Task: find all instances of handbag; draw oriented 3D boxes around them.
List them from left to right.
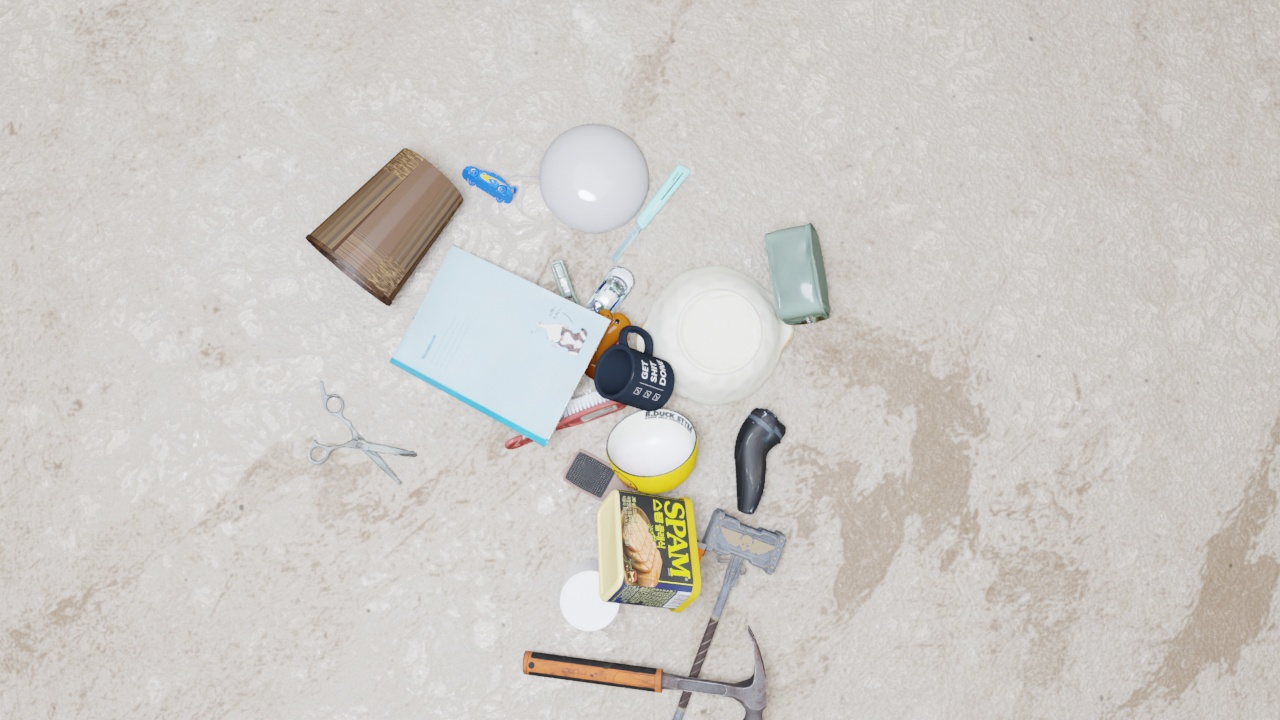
[{"bbox_3d":[0.207,-0.110,1.202,0.067,0.106,0.122,-11,86,20],"label":"handbag"}]

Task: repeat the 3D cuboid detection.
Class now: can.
[{"bbox_3d":[0.007,0.232,1.127,0.104,0.075,0.135,12,50,-20],"label":"can"}]

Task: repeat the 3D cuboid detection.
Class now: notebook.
[{"bbox_3d":[-0.185,-0.023,1.186,0.253,0.009,0.181,26,87,18],"label":"notebook"}]

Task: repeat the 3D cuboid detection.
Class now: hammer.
[{"bbox_3d":[0.006,0.393,1.171,0.314,0.035,0.138,5,90,7],"label":"hammer"},{"bbox_3d":[0.088,0.362,1.200,0.098,0.044,0.322,21,88,-1],"label":"hammer"}]

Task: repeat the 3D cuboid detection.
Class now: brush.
[{"bbox_3d":[-0.101,0.074,1.212,0.172,0.041,0.030,-21,70,-1],"label":"brush"},{"bbox_3d":[-0.035,0.169,1.217,0.135,0.015,0.050,29,86,0],"label":"brush"}]

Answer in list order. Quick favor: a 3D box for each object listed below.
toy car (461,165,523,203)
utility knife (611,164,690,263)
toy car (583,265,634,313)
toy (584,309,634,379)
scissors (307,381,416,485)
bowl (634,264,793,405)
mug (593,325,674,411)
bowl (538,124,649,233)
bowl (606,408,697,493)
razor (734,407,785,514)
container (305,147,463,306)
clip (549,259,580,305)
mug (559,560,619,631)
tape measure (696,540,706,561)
[{"bbox_3d":[-0.185,-0.249,1.233,0.092,0.033,0.061,31,70,-5],"label":"toy car"},{"bbox_3d":[0.011,-0.199,1.244,0.022,0.015,0.165,40,86,-31],"label":"utility knife"},{"bbox_3d":[-0.042,-0.086,1.227,0.039,0.027,0.089,35,86,2],"label":"toy car"},{"bbox_3d":[-0.041,-0.014,1.208,0.090,0.070,0.103,-40,120,-3],"label":"toy"},{"bbox_3d":[-0.371,0.096,1.208,0.141,0.014,0.158,-10,86,0],"label":"scissors"},{"bbox_3d":[0.101,-0.036,1.214,0.219,0.060,0.188,-14,87,-3],"label":"bowl"},{"bbox_3d":[-0.007,0.007,1.177,0.077,0.071,0.105,20,67,-44],"label":"mug"},{"bbox_3d":[-0.061,-0.248,1.225,0.149,0.043,0.149,0,87,-5],"label":"bowl"},{"bbox_3d":[0.019,0.126,1.186,0.117,0.068,0.117,-7,43,6],"label":"bowl"},{"bbox_3d":[0.155,0.133,1.211,0.063,0.053,0.140,8,89,-9],"label":"razor"},{"bbox_3d":[-0.319,-0.176,1.176,0.132,0.132,0.167,38,80,0],"label":"container"},{"bbox_3d":[-0.100,-0.097,1.225,0.023,0.042,0.076,-20,87,-2],"label":"clip"},{"bbox_3d":[-0.047,0.291,1.171,0.110,0.090,0.074,-21,87,-4],"label":"mug"},{"bbox_3d":[0.055,0.255,1.194,0.038,0.058,0.059,23,89,-31],"label":"tape measure"}]
